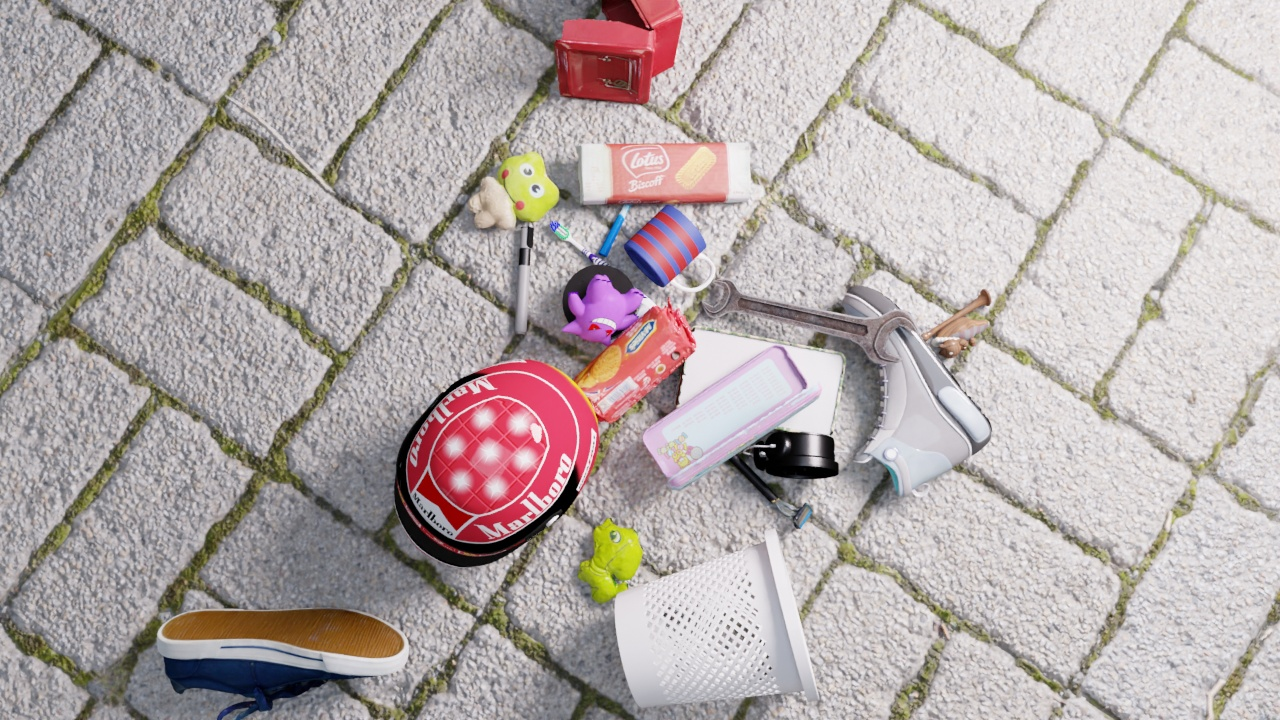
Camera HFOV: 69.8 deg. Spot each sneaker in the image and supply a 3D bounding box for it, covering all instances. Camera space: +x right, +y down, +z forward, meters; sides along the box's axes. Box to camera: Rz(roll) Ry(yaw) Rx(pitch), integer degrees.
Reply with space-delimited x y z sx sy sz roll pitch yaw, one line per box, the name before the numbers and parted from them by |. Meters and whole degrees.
sneaker | -0.423 0.375 1.096 0.294 0.120 0.127 0 106 1
sneaker | 0.304 0.042 1.152 0.160 0.093 0.256 -40 84 3

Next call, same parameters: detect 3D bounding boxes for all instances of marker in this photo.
marker | -0.019 -0.200 1.204 0.013 0.013 0.141 26 83 2
marker | -0.151 -0.104 1.189 0.016 0.016 0.140 3 83 -1

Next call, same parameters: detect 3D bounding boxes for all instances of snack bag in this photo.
snack bag | 0.031 -0.243 1.188 0.225 0.041 0.077 -2 87 -8
snack bag | -0.007 0.007 1.134 0.176 0.082 0.082 -41 86 11

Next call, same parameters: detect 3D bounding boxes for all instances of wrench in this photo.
wrench | 0.206 -0.054 1.144 0.274 0.010 0.070 15 97 21

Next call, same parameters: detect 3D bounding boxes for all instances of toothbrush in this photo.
toothbrush | -0.046 -0.120 1.193 0.186 0.016 0.015 40 88 4

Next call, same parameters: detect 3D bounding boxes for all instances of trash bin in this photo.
trash bin | 0.084 0.315 1.070 0.200 0.195 0.195 -15 84 7

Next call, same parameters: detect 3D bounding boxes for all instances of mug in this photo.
mug | 0.043 -0.132 1.171 0.076 0.075 0.112 -44 102 -6

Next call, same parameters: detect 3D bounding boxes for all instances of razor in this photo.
razor | 0.153 0.156 1.164 0.144 0.022 0.042 42 42 8

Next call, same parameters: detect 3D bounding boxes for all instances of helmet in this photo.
helmet | -0.172 0.121 1.059 0.197 0.225 0.270 44 83 4

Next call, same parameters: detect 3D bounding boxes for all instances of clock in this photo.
clock | 0.188 0.116 1.132 0.120 0.091 0.042 7 73 -9
clock | -0.042 -0.066 1.169 0.094 0.035 0.122 -43 90 6

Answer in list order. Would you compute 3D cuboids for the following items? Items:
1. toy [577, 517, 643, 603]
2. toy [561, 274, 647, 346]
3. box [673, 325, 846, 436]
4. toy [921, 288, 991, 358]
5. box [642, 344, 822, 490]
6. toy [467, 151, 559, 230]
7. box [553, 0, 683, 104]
toy | -0.037 0.250 1.141 0.093 0.036 0.094 -33 84 3
toy | -0.049 -0.060 1.123 0.106 0.056 0.088 19 105 -34
box | 0.150 0.028 1.164 0.205 0.050 0.117 9 87 1
toy | 0.415 -0.042 1.181 0.102 0.041 0.054 -33 63 3
box | 0.108 0.068 1.091 0.214 0.093 0.089 -33 88 -2
toy | -0.168 -0.214 1.188 0.118 0.043 0.092 -27 86 -2
box | -0.020 -0.430 1.162 0.152 0.157 0.165 10 81 -2
